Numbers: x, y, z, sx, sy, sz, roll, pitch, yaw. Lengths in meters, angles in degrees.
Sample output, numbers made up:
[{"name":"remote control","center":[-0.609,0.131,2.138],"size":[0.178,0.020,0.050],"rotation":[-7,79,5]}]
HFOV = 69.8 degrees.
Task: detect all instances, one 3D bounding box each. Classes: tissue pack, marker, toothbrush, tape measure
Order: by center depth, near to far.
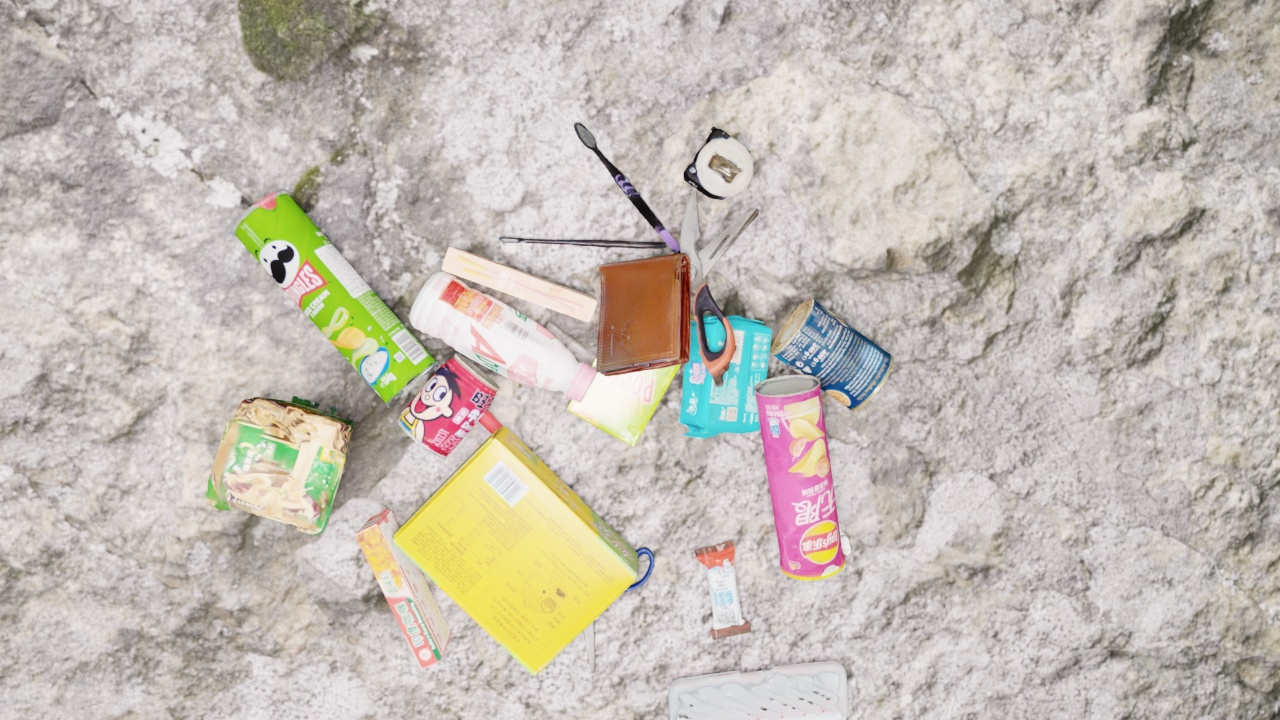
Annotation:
[{"name":"tissue pack","center":[0.089,0.018,0.975],"size":[0.093,0.050,0.133],"rotation":[5,91,-41]},{"name":"toothbrush","center":[-0.061,-0.123,0.987],"size":[0.181,0.015,0.018],"rotation":[0,99,-5]},{"name":"tape measure","center":[0.088,-0.207,0.987],"size":[0.066,0.033,0.066],"rotation":[32,92,-6]},{"name":"toothbrush","center":[-0.010,-0.181,0.989],"size":[0.014,0.017,0.189],"rotation":[-40,97,-3]},{"name":"marker","center":[-0.122,0.108,0.994],"size":[0.017,0.017,0.145],"rotation":[-44,96,-2]},{"name":"toothbrush","center":[0.207,0.132,1.025],"size":[0.016,0.016,0.180],"rotation":[-16,94,-7]}]

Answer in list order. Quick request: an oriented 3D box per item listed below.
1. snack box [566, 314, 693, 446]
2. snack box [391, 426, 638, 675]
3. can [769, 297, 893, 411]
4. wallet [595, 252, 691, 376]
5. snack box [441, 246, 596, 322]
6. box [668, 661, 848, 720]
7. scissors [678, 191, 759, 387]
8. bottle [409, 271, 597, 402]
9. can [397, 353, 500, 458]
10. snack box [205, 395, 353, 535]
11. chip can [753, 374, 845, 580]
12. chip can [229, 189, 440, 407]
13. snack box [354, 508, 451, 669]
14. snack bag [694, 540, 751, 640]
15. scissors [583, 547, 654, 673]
[{"name":"snack box","center":[-0.006,0.006,0.994],"size":[0.086,0.026,0.156],"rotation":[30,91,-5]},{"name":"snack box","center":[-0.128,0.197,0.961],"size":[0.210,0.070,0.158],"rotation":[44,96,-4]},{"name":"can","center":[0.204,-0.007,0.988],"size":[0.111,0.075,0.075],"rotation":[35,89,-6]},{"name":"wallet","center":[0.001,-0.048,0.933],"size":[0.101,0.032,0.124],"rotation":[-9,68,28]},{"name":"snack box","center":[-0.123,-0.079,0.949],"size":[0.157,0.084,0.026],"rotation":[19,94,-6]},{"name":"box","center":[0.134,0.416,1.025],"size":[0.201,0.039,0.158],"rotation":[-5,93,-4]},{"name":"scissors","center":[0.044,-0.070,0.945],"size":[0.189,0.015,0.225],"rotation":[-17,67,22]},{"name":"bottle","center":[-0.139,-0.019,0.953],"size":[0.197,0.068,0.068],"rotation":[29,90,-3]},{"name":"can","center":[-0.199,0.046,0.958],"size":[0.066,0.066,0.094],"rotation":[40,89,-6]},{"name":"snack box","center":[-0.350,0.098,0.929],"size":[0.118,0.105,0.117],"rotation":[18,93,-5]},{"name":"chip can","center":[0.169,0.124,0.975],"size":[0.071,0.071,0.211],"rotation":[-12,105,-5]},{"name":"chip can","center":[-0.310,-0.063,0.940],"size":[0.072,0.072,0.236],"rotation":[-41,96,-2]},{"name":"snack box","center":[-0.246,0.236,0.960],"size":[0.027,0.077,0.156],"rotation":[-25,95,-3]},{"name":"snack bag","center":[0.091,0.255,1.017],"size":[0.048,0.026,0.104],"rotation":[-13,95,2]},{"name":"scissors","center":[-0.054,0.258,1.012],"size":[0.174,0.012,0.162],"rotation":[-28,96,-2]}]
